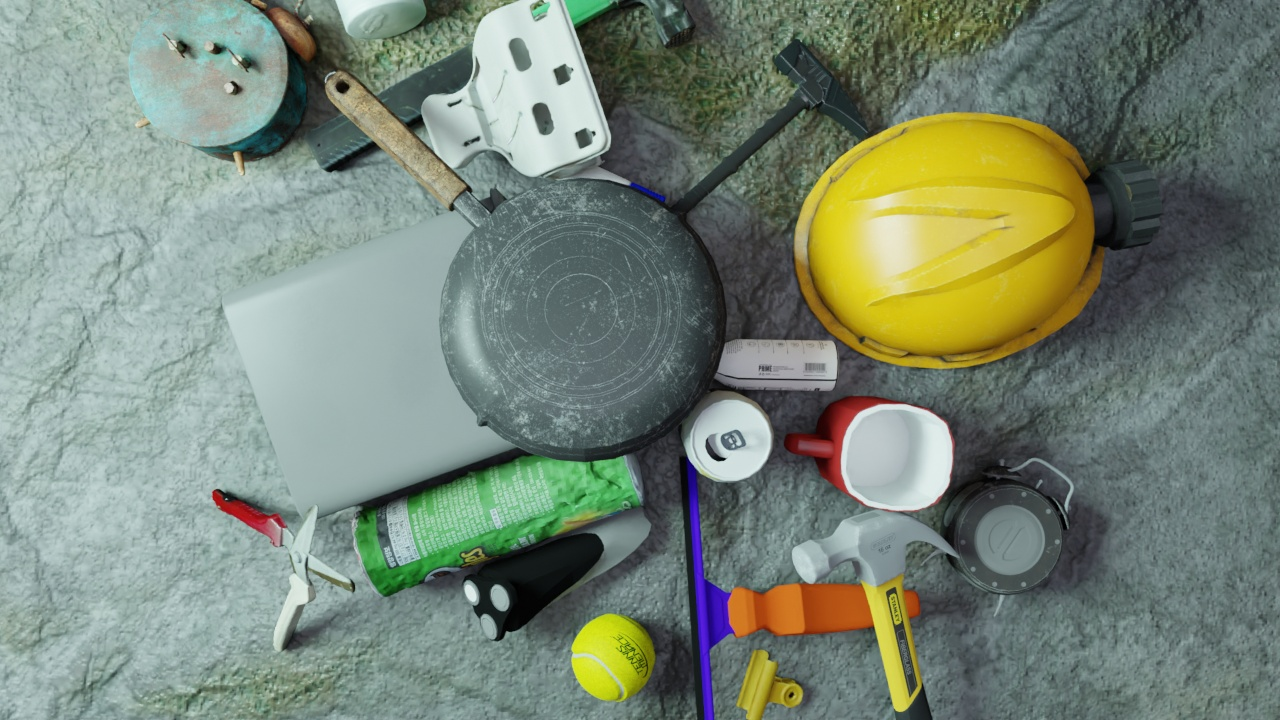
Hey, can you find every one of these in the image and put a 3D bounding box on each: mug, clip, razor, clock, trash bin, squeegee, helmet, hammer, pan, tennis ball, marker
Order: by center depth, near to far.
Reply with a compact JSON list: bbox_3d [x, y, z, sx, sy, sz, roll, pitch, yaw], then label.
[{"bbox_3d":[-0.096,-0.085,0.636,0.357,0.040,0.207,43,85,3],"label":"pan"},{"bbox_3d":[0.252,-0.095,0.691,0.255,0.131,0.205,-11,92,1],"label":"helmet"},{"bbox_3d":[0.045,-0.119,0.698,0.324,0.015,0.095,-43,91,-17],"label":"hammer"},{"bbox_3d":[-0.089,-0.196,0.702,0.151,0.109,0.126,-16,93,38],"label":"clip"},{"bbox_3d":[0.169,0.068,0.709,0.116,0.096,0.080,7,91,0],"label":"mug"},{"bbox_3d":[-0.174,-0.002,0.710,0.220,0.097,0.192,-20,91,2],"label":"trash bin"},{"bbox_3d":[0.209,0.265,0.715,0.127,0.029,0.324,-21,105,-19],"label":"hammer"},{"bbox_3d":[-0.321,-0.236,0.717,0.121,0.073,0.157,25,90,0],"label":"clock"},{"bbox_3d":[-0.022,0.236,0.729,0.065,0.065,0.065,0,91,0],"label":"tennis ball"},{"bbox_3d":[0.130,0.199,0.732,0.185,0.055,0.249,-2,71,-3],"label":"squeegee"},{"bbox_3d":[-0.063,0.163,0.736,0.156,0.060,0.057,-26,80,-18],"label":"razor"},{"bbox_3d":[0.291,0.135,0.737,0.091,0.044,0.123,35,91,-1],"label":"clock"},{"bbox_3d":[-0.124,-0.244,0.738,0.319,0.032,0.130,-29,92,1],"label":"hammer"},{"bbox_3d":[-0.045,-0.148,0.742,0.133,0.027,0.023,25,91,2],"label":"marker"},{"bbox_3d":[0.107,0.269,0.749,0.048,0.046,0.054,17,89,25],"label":"clip"}]

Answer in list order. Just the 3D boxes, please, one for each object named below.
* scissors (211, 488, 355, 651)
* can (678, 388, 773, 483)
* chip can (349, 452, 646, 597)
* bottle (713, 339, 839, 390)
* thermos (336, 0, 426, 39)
[{"bbox_3d":[-0.275,0.163,0.708,0.199,0.015,0.179,20,119,36],"label":"scissors"},{"bbox_3d":[0.063,0.056,0.694,0.064,0.127,0.064,0,91,0],"label":"can"},{"bbox_3d":[-0.107,0.115,0.723,0.223,0.075,0.075,-19,91,0],"label":"chip can"},{"bbox_3d":[0.098,0.003,0.737,0.116,0.041,0.041,1,91,0],"label":"bottle"},{"bbox_3d":[-0.234,-0.372,0.718,0.068,0.068,0.230,-19,91,0],"label":"thermos"}]
